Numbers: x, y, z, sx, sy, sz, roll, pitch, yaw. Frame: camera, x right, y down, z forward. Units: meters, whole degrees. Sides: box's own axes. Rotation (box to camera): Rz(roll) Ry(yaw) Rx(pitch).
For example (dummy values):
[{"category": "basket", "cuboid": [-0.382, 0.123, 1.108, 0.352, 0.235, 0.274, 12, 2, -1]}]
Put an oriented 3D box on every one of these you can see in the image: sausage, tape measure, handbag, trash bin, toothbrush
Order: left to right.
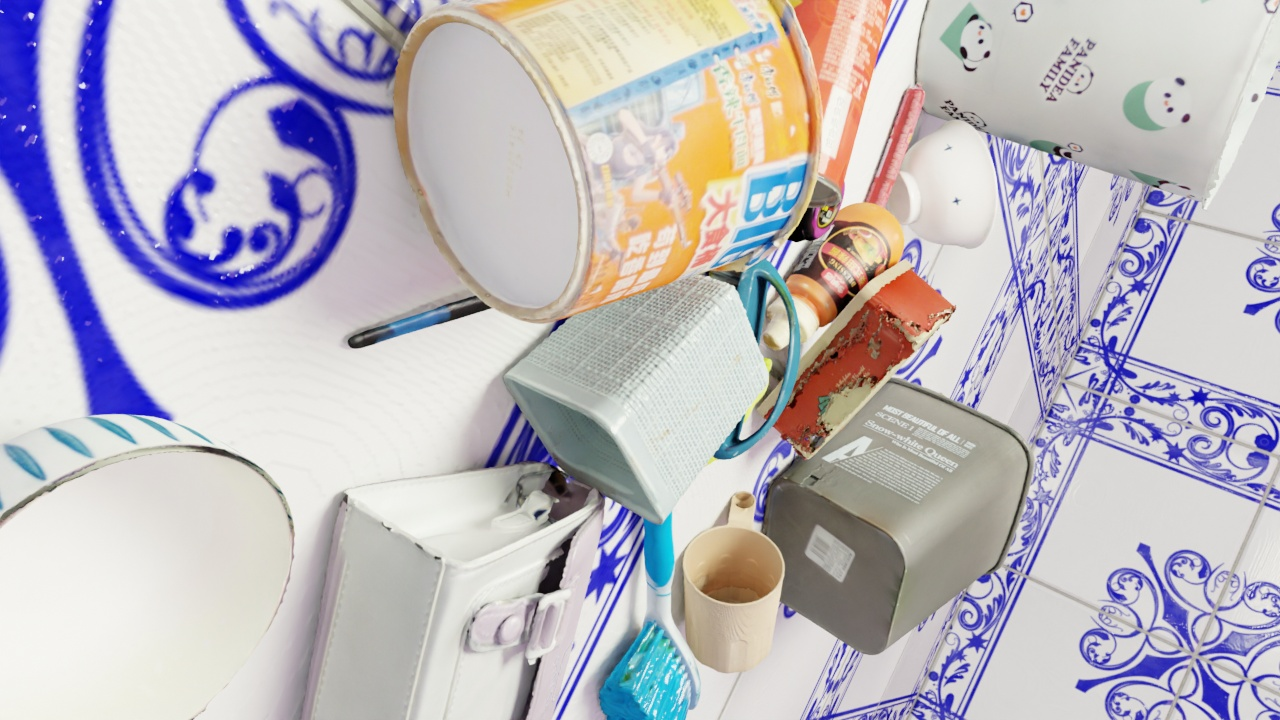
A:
[{"category": "handbag", "cuboid": [-0.094, 0.161, 0.481, 0.144, 0.098, 0.197, -13, 122, -61]}, {"category": "toothbrush", "cuboid": [-0.056, -0.034, 0.451, 0.189, 0.016, 0.014, -23, 159, -40]}, {"category": "tape measure", "cuboid": [0.121, -0.118, 0.673, 0.056, 0.039, 0.058, -26, 136, -49]}, {"category": "trash bin", "cuboid": [0.249, 0.158, 0.936, 0.219, 0.199, 0.199, -25, 130, -40]}, {"category": "sausage", "cuboid": [0.220, -0.170, 0.813, 0.020, 0.020, 0.156, 2, 110, -58]}, {"category": "trash bin", "cuboid": [0.391, -0.273, 0.778, 0.228, 0.252, 0.230, -38, 140, -41]}]

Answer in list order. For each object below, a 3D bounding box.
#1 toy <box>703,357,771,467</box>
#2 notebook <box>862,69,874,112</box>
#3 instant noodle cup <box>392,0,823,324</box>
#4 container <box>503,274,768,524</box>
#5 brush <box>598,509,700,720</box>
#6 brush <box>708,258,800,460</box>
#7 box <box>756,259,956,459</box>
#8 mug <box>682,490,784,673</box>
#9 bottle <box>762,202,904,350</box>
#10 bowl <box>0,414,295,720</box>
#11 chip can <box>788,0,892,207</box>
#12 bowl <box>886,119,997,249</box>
[{"category": "toy", "cuboid": [0.067, 0.034, 0.703, 0.096, 0.031, 0.100, -14, 123, -52]}, {"category": "notebook", "cuboid": [0.134, -0.253, 0.623, 0.145, 0.010, 0.207, -35, 138, -40]}, {"category": "instant noodle cup", "cuboid": [-0.020, -0.089, 0.371, 0.111, 0.151, 0.152, -29, 134, -35]}, {"category": "container", "cuboid": [0.004, 0.012, 0.506, 0.111, 0.090, 0.090, -46, 134, -23]}, {"category": "brush", "cuboid": [0.007, 0.211, 0.720, 0.109, 0.061, 0.315, -52, 145, -33]}, {"category": "brush", "cuboid": [0.072, 0.000, 0.631, 0.055, 0.073, 0.144, -11, 112, -69]}, {"category": "box", "cuboid": [0.180, 0.008, 0.755, 0.091, 0.077, 0.169, -29, 160, -47]}, {"category": "mug", "cuboid": [0.082, 0.195, 0.807, 0.124, 0.084, 0.104, -73, 166, -49]}, {"category": "bottle", "cuboid": [0.150, -0.063, 0.742, 0.149, 0.067, 0.067, -46, 145, -19]}, {"category": "bowl", "cuboid": [-0.181, 0.067, 0.296, 0.116, 0.066, 0.117, -36, 139, -39]}, {"category": "chip can", "cuboid": [0.103, -0.196, 0.500, 0.073, 0.073, 0.216, 20, 84, -60]}, {"category": "bowl", "cuboid": [0.263, -0.154, 0.834, 0.064, 0.118, 0.118, -12, 131, -8]}]
